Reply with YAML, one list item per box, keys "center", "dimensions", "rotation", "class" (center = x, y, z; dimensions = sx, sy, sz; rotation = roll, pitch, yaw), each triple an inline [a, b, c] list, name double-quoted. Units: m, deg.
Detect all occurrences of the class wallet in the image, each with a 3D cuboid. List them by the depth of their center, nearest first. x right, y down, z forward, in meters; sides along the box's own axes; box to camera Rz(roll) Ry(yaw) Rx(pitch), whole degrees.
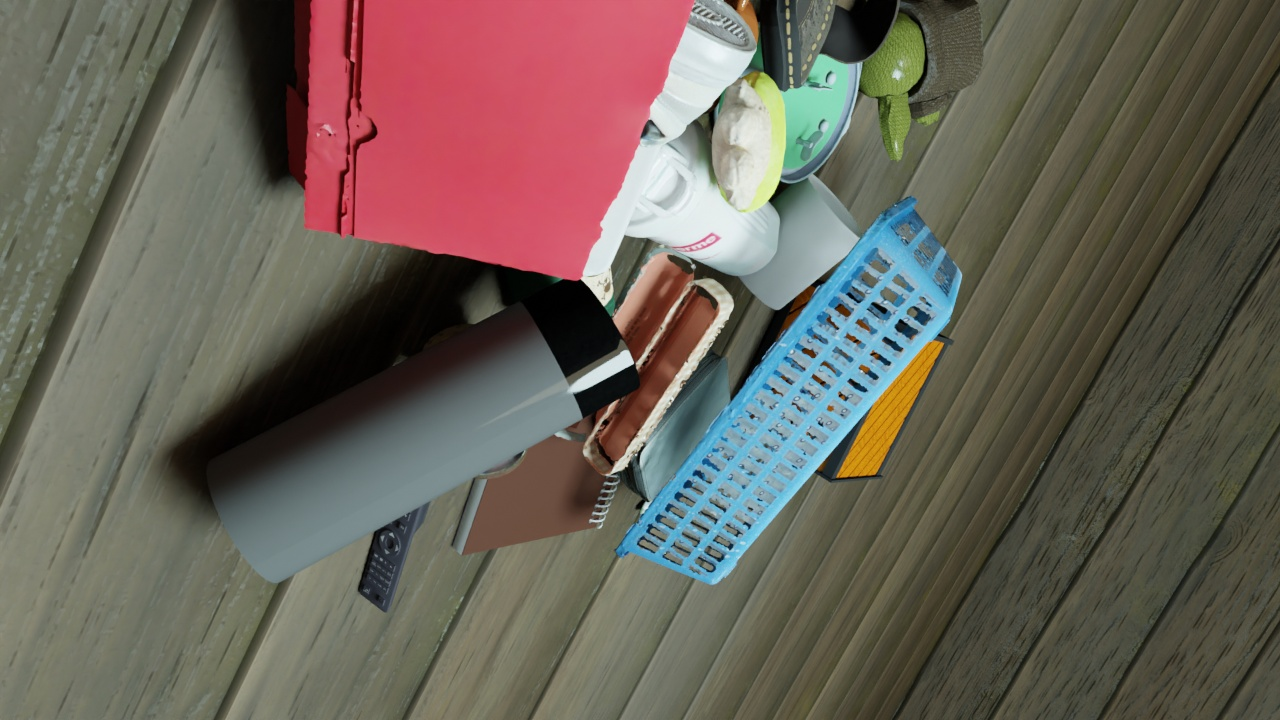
- center: [0.026, 0.053, 0.810]
  dimensions: [0.131, 0.054, 0.100]
  rotation: [-52, 151, -26]
  class: "wallet"

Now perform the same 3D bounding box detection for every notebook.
- center: [-0.059, 0.061, 0.781]
  dimensions: [0.171, 0.022, 0.209]
  rotation: [0, 117, -50]
  class: "notebook"

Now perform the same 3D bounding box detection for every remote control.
- center: [-0.175, 0.121, 0.670]
  dimensions: [0.015, 0.032, 0.137]
  rotation: [-14, 128, -61]
  class: "remote control"

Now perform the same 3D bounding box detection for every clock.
- center: [0.136, -0.219, 0.754]
  dimensions: [0.161, 0.075, 0.122]
  rotation: [-32, 139, -35]
  class: "clock"

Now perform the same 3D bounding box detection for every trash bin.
- center: [0.215, 0.020, 0.991]
  dimensions: [0.139, 0.140, 0.172]
  rotation: [7, 111, -54]
  class: "trash bin"

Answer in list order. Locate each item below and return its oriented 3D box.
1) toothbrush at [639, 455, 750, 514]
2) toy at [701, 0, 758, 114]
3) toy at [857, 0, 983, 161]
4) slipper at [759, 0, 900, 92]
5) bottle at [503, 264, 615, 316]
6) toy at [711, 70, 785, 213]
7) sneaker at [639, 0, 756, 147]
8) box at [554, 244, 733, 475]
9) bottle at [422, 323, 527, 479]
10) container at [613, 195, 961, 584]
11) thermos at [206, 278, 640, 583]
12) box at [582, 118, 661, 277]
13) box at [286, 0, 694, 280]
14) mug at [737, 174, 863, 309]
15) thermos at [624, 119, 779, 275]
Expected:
- center: [0.065, 0.131, 1.000]
  dimensions: [0.188, 0.017, 0.016]
  rotation: [-21, 133, -43]
  class: "toothbrush"
- center: [0.044, -0.211, 0.599]
  dimensions: [0.065, 0.127, 0.095]
  rotation: [13, 104, -10]
  class: "toy"
- center: [0.249, -0.284, 0.843]
  dimensions: [0.152, 0.078, 0.179]
  rotation: [-22, 109, -36]
  class: "toy"
- center: [0.151, -0.288, 0.660]
  dimensions: [0.113, 0.076, 0.267]
  rotation: [76, 31, -47]
  class: "slipper"
- center: [-0.056, -0.052, 0.645]
  dimensions: [0.061, 0.061, 0.131]
  rotation: [-35, 136, -33]
  class: "bottle"
- center: [0.069, -0.140, 0.592]
  dimensions: [0.115, 0.046, 0.092]
  rotation: [-45, 140, -69]
  class: "toy"
- center: [-0.061, -0.185, 0.467]
  dimensions: [0.242, 0.089, 0.091]
  rotation: [23, 131, -25]
  class: "sneaker"
- center: [-0.004, 0.003, 0.689]
  dimensions: [0.042, 0.083, 0.187]
  rotation: [-18, 145, -55]
  class: "box"
- center: [-0.116, 0.030, 0.649]
  dimensions: [0.056, 0.056, 0.105]
  rotation: [-37, 141, -28]
  class: "bottle"
- center: [0.146, 0.032, 0.811]
  dimensions: [0.363, 0.089, 0.256]
  rotation: [-55, 171, 23]
  class: "container"
- center: [-0.124, 0.037, 0.551]
  dimensions: [0.240, 0.082, 0.082]
  rotation: [-28, 140, -8]
  class: "thermos"
- center: [-0.040, -0.162, 0.546]
  dimensions: [0.036, 0.129, 0.210]
  rotation: [-106, -142, -74]
  class: "box"
- center: [-0.069, -0.132, 0.431]
  dimensions: [0.164, 0.153, 0.215]
  rotation: [-34, 164, -36]
  class: "box"
- center: [0.136, -0.113, 0.825]
  dimensions: [0.078, 0.111, 0.097]
  rotation: [42, 114, -17]
  class: "mug"
- center: [0.038, -0.123, 0.691]
  dimensions: [0.220, 0.099, 0.099]
  rotation: [16, 103, -59]
  class: "thermos"
